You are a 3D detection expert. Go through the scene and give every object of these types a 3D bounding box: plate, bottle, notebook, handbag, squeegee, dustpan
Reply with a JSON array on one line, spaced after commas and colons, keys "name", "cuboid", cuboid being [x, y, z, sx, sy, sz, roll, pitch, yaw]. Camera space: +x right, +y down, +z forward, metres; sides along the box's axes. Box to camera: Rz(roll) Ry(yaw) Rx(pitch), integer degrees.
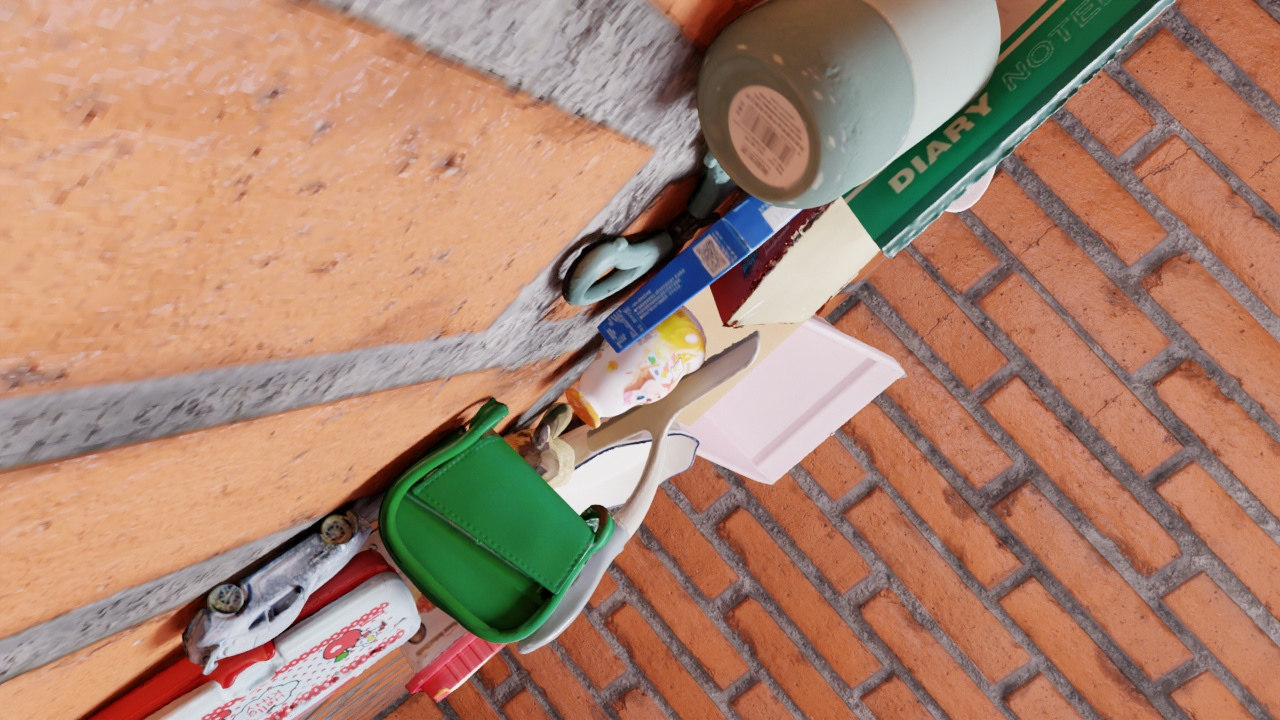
[{"name": "plate", "cuboid": [-0.040, 0.110, 0.931, 0.204, 0.045, 0.205, -21, 157, -9]}, {"name": "bottle", "cuboid": [-0.004, 0.004, 0.677, 0.108, 0.063, 0.063, -38, 171, -18]}, {"name": "notebook", "cuboid": [0.165, -0.160, 0.430, 0.210, 0.012, 0.150, -45, -145, 22]}, {"name": "handbag", "cuboid": [-0.093, 0.105, 0.584, 0.120, 0.131, 0.068, -45, -174, -17]}, {"name": "squeegee", "cuboid": [-0.018, 0.116, 0.677, 0.247, 0.039, 0.245, -34, -160, 50]}, {"name": "notebook", "cuboid": [0.068, -0.028, 0.763, 0.208, 0.008, 0.147, -45, 139, 21]}, {"name": "dustpan", "cuboid": [0.127, 0.041, 0.991, 0.223, 0.273, 0.138, -48, -166, 24]}]

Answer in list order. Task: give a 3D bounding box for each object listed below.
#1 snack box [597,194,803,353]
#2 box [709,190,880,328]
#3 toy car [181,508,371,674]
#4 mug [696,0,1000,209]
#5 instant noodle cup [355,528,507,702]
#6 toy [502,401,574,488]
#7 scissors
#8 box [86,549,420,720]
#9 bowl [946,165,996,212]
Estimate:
[{"name": "snack box", "cuboid": [0.039, -0.061, 0.563, 0.084, 0.026, 0.158, -41, -178, -35]}, {"name": "box", "cuboid": [0.117, -0.083, 0.621, 0.091, 0.079, 0.169, -6, 154, -27]}, {"name": "toy car", "cuboid": [-0.207, 0.132, 0.533, 0.120, 0.037, 0.054, -38, 171, -39]}, {"name": "mug", "cuboid": [0.075, -0.118, 0.390, 0.106, 0.082, 0.112, -37, -158, -27]}, {"name": "instant noodle cup", "cuboid": [-0.151, 0.175, 0.694, 0.116, 0.124, 0.116, -39, 171, -17]}, {"name": "toy", "cuboid": [-0.087, 0.083, 0.759, 0.157, 0.066, 0.105, 93, 14, -84]}, {"name": "scissors", "cuboid": [0.009, -0.070, 0.514, 0.177, 0.019, 0.174, -40, 175, -18]}, {"name": "box", "cuboid": [-0.233, 0.201, 0.572, 0.200, 0.048, 0.087, -31, 141, -21]}, {"name": "bowl", "cuboid": [0.216, -0.173, 0.699, 0.118, 0.118, 0.065, -36, -151, -29]}]
